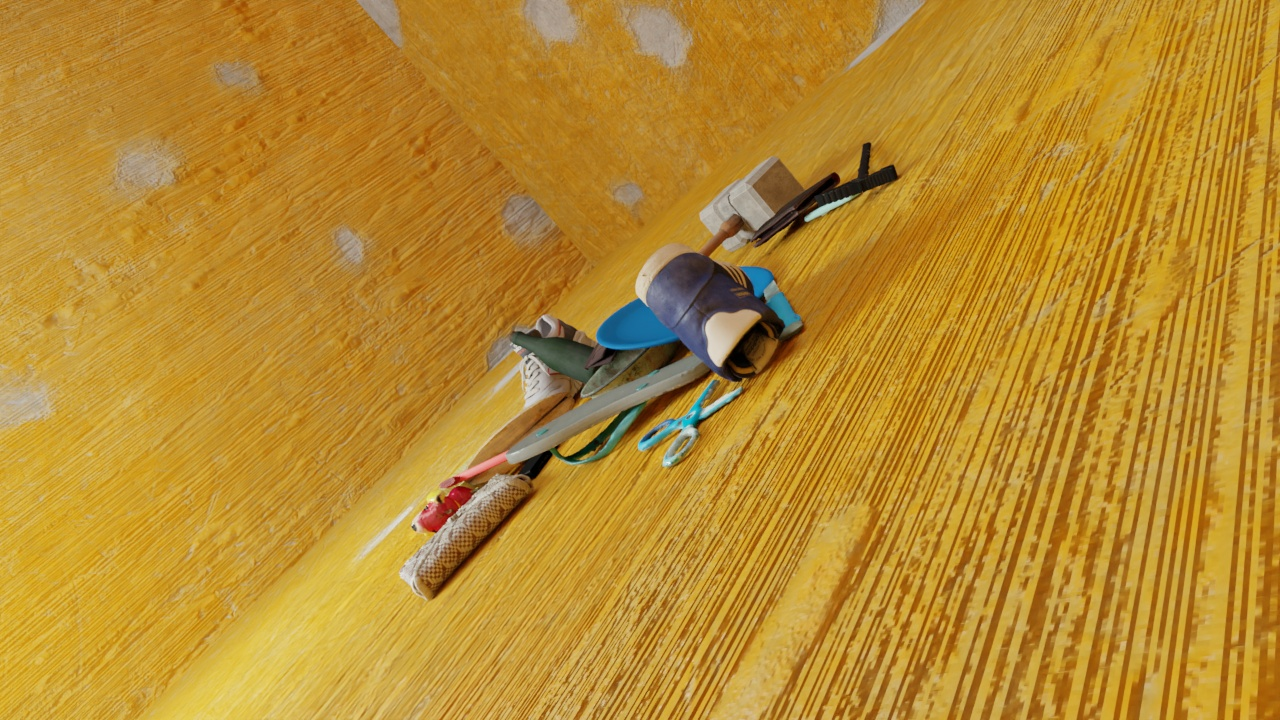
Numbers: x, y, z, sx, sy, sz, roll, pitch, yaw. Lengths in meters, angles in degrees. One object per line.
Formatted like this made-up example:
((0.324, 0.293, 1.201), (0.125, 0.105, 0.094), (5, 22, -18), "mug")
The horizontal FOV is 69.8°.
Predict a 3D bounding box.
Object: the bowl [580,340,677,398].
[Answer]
((-0.007, 0.007, 1.186), (0.157, 0.038, 0.157), (-41, 9, 8), "bowl")

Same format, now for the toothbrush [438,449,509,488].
((-0.197, 0.137, 1.260), (0.213, 0.012, 0.017), (-26, -9, 24), "toothbrush")

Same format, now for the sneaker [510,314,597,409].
((-0.159, 0.015, 1.467), (0.089, 0.124, 0.239), (-34, 18, 40), "sneaker")

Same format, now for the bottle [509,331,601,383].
((-0.127, -0.011, 1.394), (0.055, 0.174, 0.055), (-41, -39, -44), "bottle")

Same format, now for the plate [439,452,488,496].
((-0.249, 0.174, 1.430), (0.184, 0.036, 0.184), (-41, 9, 8), "plate")

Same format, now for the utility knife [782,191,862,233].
((0.229, -0.193, 1.195), (0.022, 0.015, 0.166), (-32, 5, -27), "utility knife")

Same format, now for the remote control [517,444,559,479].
((-0.125, 0.117, 1.246), (0.035, 0.013, 0.149), (-31, 14, 33), "remote control")

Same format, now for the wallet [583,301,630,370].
((-0.041, -0.033, 1.261), (0.091, 0.018, 0.116), (-62, 13, -14), "wallet")

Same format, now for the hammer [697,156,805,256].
((0.099, -0.165, 1.394), (0.316, 0.083, 0.163), (-46, 10, -23), "hammer")

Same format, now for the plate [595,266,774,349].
((0.055, -0.057, 1.105), (0.224, 0.024, 0.224), (-19, 19, 7), "plate")

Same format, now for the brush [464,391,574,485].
((-0.176, 0.114, 1.328), (0.195, 0.059, 0.043), (-39, -2, -9), "brush")

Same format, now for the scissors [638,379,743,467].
((0.039, 0.060, 0.842), (0.140, 0.011, 0.133), (-31, 17, 43), "scissors")

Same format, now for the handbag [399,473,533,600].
((-0.217, 0.206, 1.123), (0.185, 0.047, 0.124), (-45, 9, -20), "handbag")

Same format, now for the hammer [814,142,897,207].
((0.286, -0.255, 1.201), (0.095, 0.015, 0.324), (-19, 15, 21), "hammer")

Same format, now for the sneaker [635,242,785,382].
((0.096, -0.032, 0.877), (0.091, 0.118, 0.233), (-51, -26, 6), "sneaker")

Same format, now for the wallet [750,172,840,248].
((0.212, -0.204, 1.254), (0.119, 0.031, 0.100), (-40, 3, -40), "wallet")

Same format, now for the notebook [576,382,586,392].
((-0.093, 0.024, 1.559), (0.210, 0.009, 0.142), (-36, 12, 33), "notebook")

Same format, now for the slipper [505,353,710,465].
((-0.025, 0.062, 1.018), (0.269, 0.055, 0.098), (-27, 11, 18), "slipper")

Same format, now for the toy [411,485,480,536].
((-0.268, 0.212, 1.291), (0.105, 0.067, 0.137), (-40, -3, -5), "toy")

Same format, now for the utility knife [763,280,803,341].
((0.141, -0.055, 0.932), (0.031, 0.015, 0.221), (-38, 13, 13), "utility knife")
